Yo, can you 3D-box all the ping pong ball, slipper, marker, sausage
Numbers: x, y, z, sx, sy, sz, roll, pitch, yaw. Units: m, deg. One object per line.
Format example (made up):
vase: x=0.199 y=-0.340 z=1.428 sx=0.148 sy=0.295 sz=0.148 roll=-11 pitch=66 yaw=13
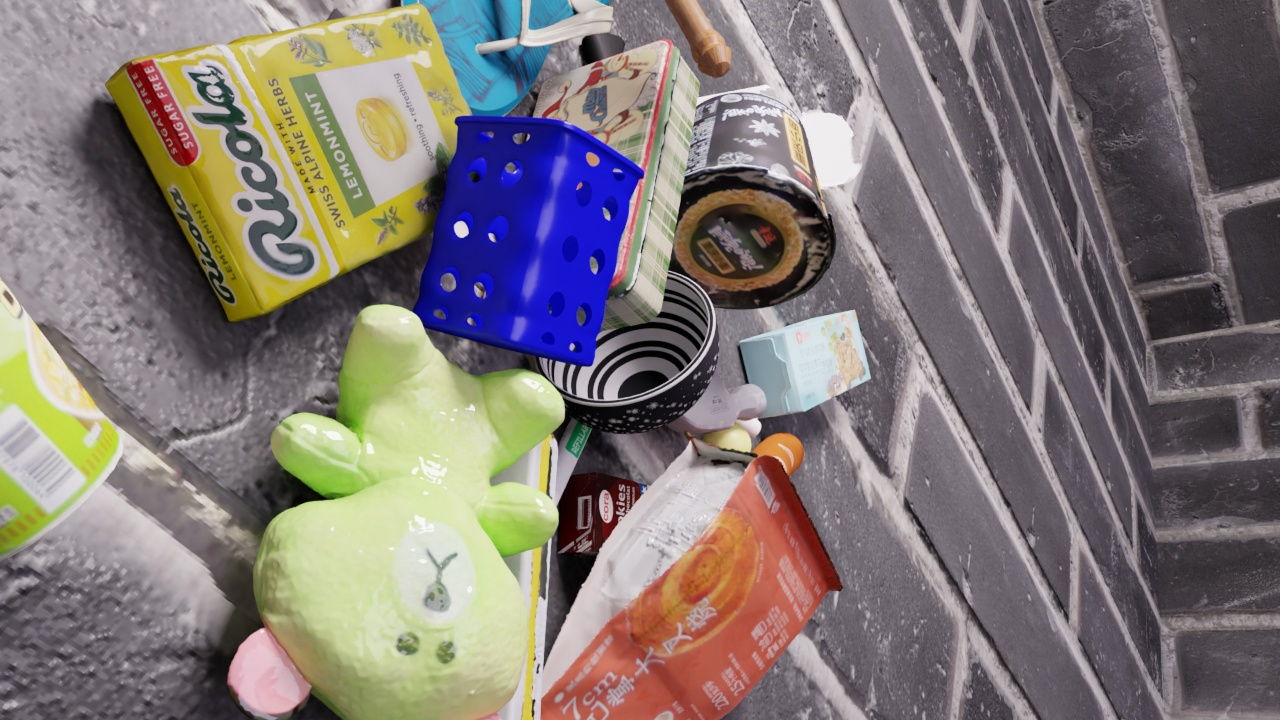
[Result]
ping pong ball: x=0.070 y=0.069 z=0.748 sx=0.040 sy=0.040 sz=0.040 roll=20 pitch=65 yaw=-50
slipper: x=-0.070 y=-0.269 z=0.641 sx=0.118 sy=0.060 sz=0.293 roll=56 pitch=40 yaw=-22
marker: x=0.061 y=0.032 z=0.765 sx=0.133 sy=0.017 sz=0.020 roll=34 pitch=70 yaw=-44
marker: x=-0.061 y=0.090 z=0.583 sx=0.017 sy=0.017 sz=0.145 roll=53 pitch=42 yaw=-30
sausage: x=0.105 y=0.097 z=0.766 sx=0.164 sy=0.044 sz=0.039 roll=-35 pitch=132 yaw=-68

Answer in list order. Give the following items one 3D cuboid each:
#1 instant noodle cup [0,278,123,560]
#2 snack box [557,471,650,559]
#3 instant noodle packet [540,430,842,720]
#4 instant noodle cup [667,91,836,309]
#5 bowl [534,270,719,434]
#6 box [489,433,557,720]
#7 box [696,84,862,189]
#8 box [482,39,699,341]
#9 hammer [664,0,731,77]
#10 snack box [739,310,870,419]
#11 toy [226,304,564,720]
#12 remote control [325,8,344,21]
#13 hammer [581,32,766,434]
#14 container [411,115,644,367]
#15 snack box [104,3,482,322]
instant noodle cup: x=-0.240 y=0.010 z=0.305 sx=0.108 sy=0.099 sz=0.098 roll=64 pitch=37 yaw=-31
snack box: x=0.002 y=0.117 z=0.648 sx=0.140 sy=0.032 sz=0.051 roll=23 pitch=62 yaw=-49
instant noodle packet: x=0.029 y=0.183 z=0.601 sx=0.220 sy=0.084 sz=0.164 roll=-52 pitch=133 yaw=-25
instant noodle cup: x=0.071 y=-0.123 z=0.672 sx=0.137 sy=0.138 sz=0.112 roll=44 pitch=39 yaw=-38
bowl: x=-0.004 y=0.004 z=0.611 sx=0.066 sy=0.120 sz=0.119 roll=70 pitch=31 yaw=-46
box: x=-0.084 y=0.135 z=0.500 sx=0.037 sy=0.065 sz=0.209 roll=31 pitch=56 yaw=-54
box: x=0.098 y=-0.182 z=0.771 sx=0.125 sy=0.156 sz=0.084 roll=26 pitch=63 yaw=-60
box: x=-0.030 y=-0.113 z=0.602 sx=0.051 sy=0.118 sz=0.205 roll=39 pitch=52 yaw=-44
hammer: x=-0.010 y=-0.302 z=0.609 sx=0.162 sy=0.083 sz=0.317 roll=10 pitch=49 yaw=-50
snack box: x=0.162 y=0.001 z=0.884 sx=0.174 sy=0.053 sz=0.075 roll=-16 pitch=92 yaw=-55
toy: x=-0.114 y=0.085 z=0.445 sx=0.150 sy=0.107 sz=0.196 roll=26 pitch=67 yaw=-25
remote control: x=-0.136 y=-0.145 z=0.551 sx=0.147 sy=0.015 sz=0.033 roll=45 pitch=47 yaw=-37
hammer: x=0.010 y=-0.099 z=0.710 sx=0.126 sy=0.029 sz=0.323 roll=-13 pitch=86 yaw=-47
container: x=-0.061 y=-0.062 z=0.497 sx=0.084 sy=0.085 sz=0.113 roll=17 pitch=86 yaw=-56
snack box: x=-0.155 y=-0.110 z=0.474 sx=0.180 sy=0.045 sz=0.121 roll=-37 pitch=113 yaw=-45
